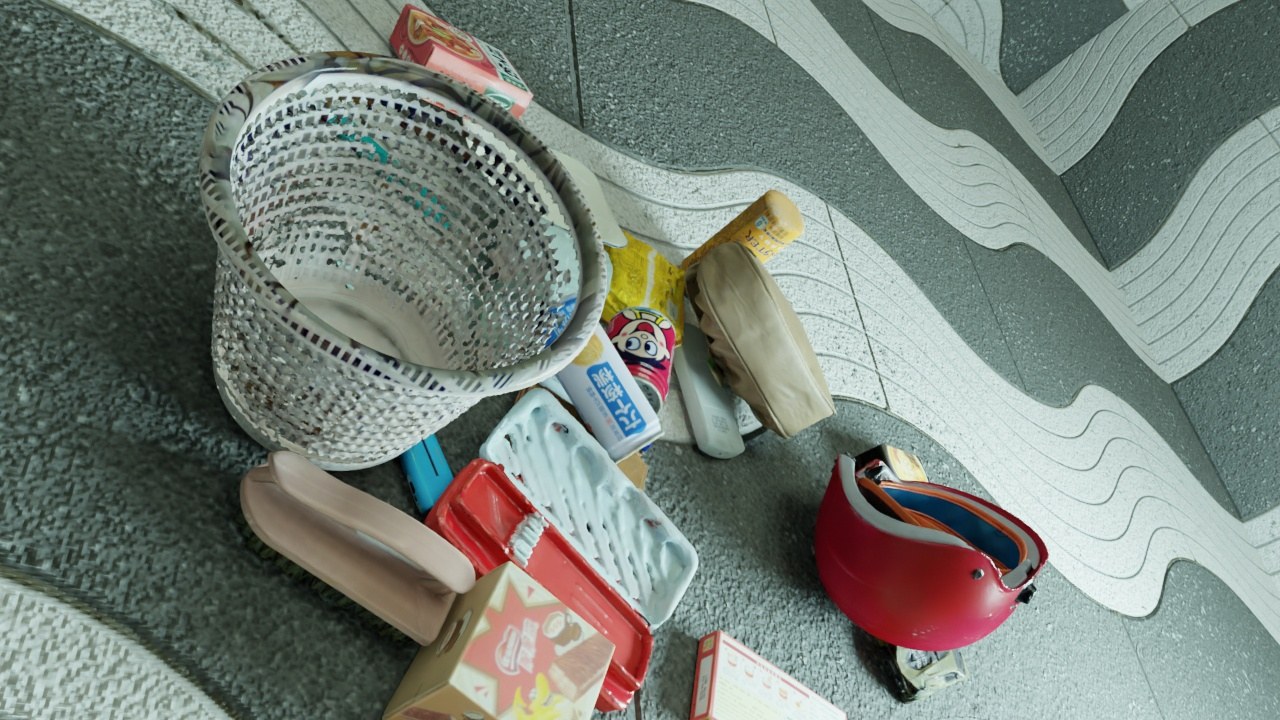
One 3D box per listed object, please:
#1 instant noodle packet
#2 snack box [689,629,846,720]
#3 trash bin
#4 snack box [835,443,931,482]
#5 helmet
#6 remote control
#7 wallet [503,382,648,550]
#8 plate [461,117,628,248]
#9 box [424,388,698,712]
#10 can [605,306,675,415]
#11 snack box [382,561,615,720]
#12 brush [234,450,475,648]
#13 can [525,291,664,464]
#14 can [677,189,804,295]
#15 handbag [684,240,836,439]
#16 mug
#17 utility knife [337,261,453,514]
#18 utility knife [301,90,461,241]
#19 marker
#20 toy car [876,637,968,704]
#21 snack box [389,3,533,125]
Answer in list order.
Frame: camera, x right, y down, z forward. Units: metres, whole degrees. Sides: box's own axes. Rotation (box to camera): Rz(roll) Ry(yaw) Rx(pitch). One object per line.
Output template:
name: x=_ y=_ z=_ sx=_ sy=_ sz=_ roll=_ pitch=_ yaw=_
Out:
instant noodle packet: x=-0.004 y=-0.069 z=0.916 sx=0.110 sy=0.044 sz=0.128 roll=32 pitch=36 yaw=-17
snack box: x=0.107 y=0.291 z=0.745 sx=0.155 sy=0.027 sz=0.076 roll=38 pitch=38 yaw=-20
trash bin: x=-0.164 y=-0.037 z=0.560 sx=0.227 sy=0.193 sz=0.227 roll=20 pitch=50 yaw=-25
snack box: x=0.294 y=0.161 z=1.054 sx=0.125 sy=0.053 sz=0.113 roll=19 pitch=47 yaw=-45
helmet: x=0.271 y=0.197 z=0.893 sx=0.239 sy=0.144 sz=0.207 roll=12 pitch=16 yaw=-40
remote control: x=0.063 y=0.029 z=0.925 sx=0.058 sy=0.021 sz=0.149 roll=17 pitch=48 yaw=-43
wallet: x=-0.051 y=0.079 z=0.741 sx=0.130 sy=0.035 sz=0.118 roll=38 pitch=36 yaw=-22
plate: x=-0.098 y=-0.163 z=0.876 sx=0.163 sy=0.034 sz=0.164 roll=18 pitch=33 yaw=-35
box: x=-0.050 y=0.135 z=0.669 sx=0.201 sy=0.050 sz=0.160 roll=49 pitch=43 yaw=-14
can: x=-0.005 y=0.005 z=0.830 sx=0.066 sy=0.067 sz=0.093 roll=36 pitch=39 yaw=-22
snack box: x=-0.084 y=0.198 z=0.565 sx=0.094 sy=0.077 sz=0.092 roll=43 pitch=37 yaw=-13
brush: x=-0.172 y=0.107 z=0.550 sx=0.145 sy=0.073 sz=0.063 roll=39 pitch=38 yaw=-16
can: x=-0.036 y=0.015 z=0.739 sx=0.053 sy=0.053 sz=0.134 roll=-24 pitch=81 yaw=-54
can: x=0.106 y=-0.121 z=0.995 sx=0.058 sy=0.146 sz=0.058 roll=29 pitch=42 yaw=-30
handbag: x=0.114 y=-0.022 z=0.928 sx=0.204 sy=0.100 sz=0.147 roll=59 pitch=9 yaw=-22
mug: x=-0.091 y=-0.061 z=0.792 sx=0.103 sy=0.084 sz=0.123 roll=21 pitch=73 yaw=-38
utility knife: x=-0.181 y=0.014 z=0.667 sx=0.034 sy=0.018 sz=0.208 roll=-5 pitch=63 yaw=-50
utility knife: x=-0.217 y=-0.166 z=0.785 sx=0.178 sy=0.013 sz=0.029 roll=43 pitch=35 yaw=-13
marker: x=-0.050 y=0.037 z=0.789 sx=0.145 sy=0.017 sz=0.016 roll=33 pitch=40 yaw=-21
toy car: x=0.293 y=0.301 z=0.937 sx=0.158 sy=0.042 sz=0.070 roll=6 pitch=56 yaw=-49
snack box: x=-0.168 y=-0.275 z=0.877 sx=0.113 sy=0.044 sz=0.127 roll=16 pitch=30 yaw=-41
